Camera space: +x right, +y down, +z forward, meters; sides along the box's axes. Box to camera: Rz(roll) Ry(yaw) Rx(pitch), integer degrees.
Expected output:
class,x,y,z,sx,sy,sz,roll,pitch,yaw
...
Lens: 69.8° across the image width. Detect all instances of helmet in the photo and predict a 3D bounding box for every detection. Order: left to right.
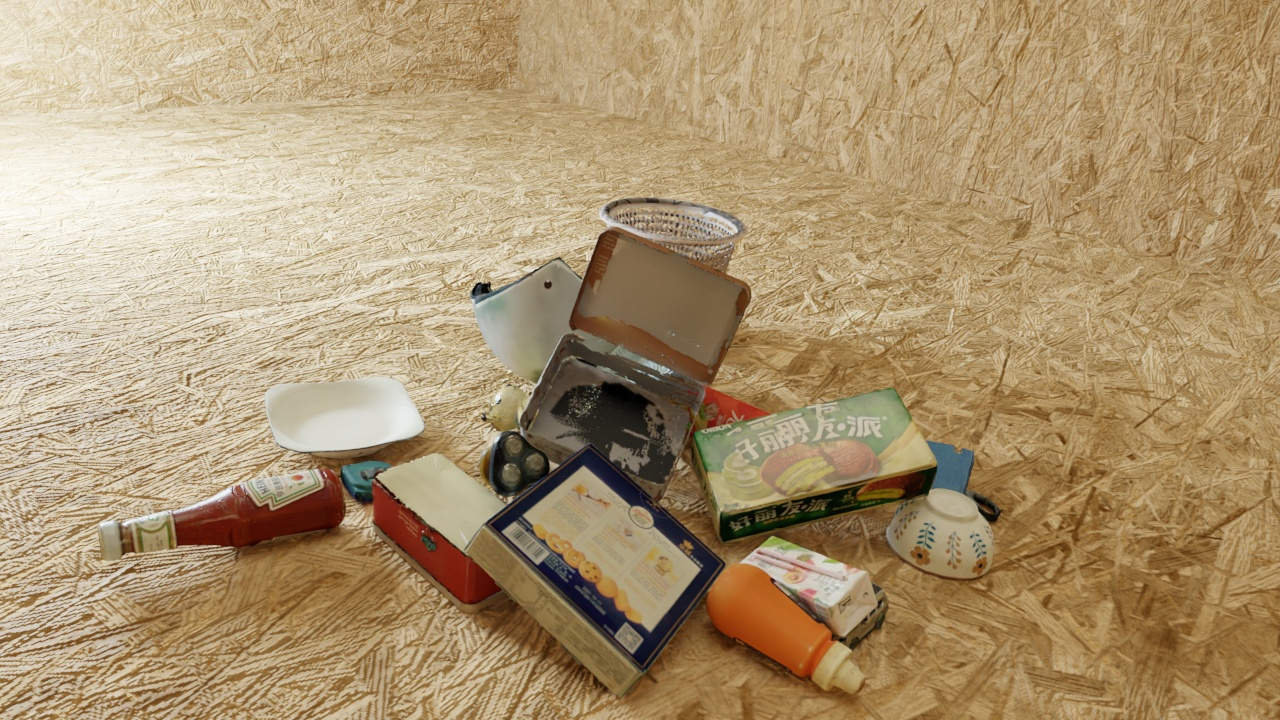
class,x,y,z,sx,sy,sz,roll,pitch,yaw
helmet,-0.088,-0.046,1.235,0.231,0.157,0.273,-8,-2,44

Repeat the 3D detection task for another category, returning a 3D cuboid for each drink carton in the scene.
class,x,y,z,sx,sy,sz,roll,pitch,yaw
drink carton,0.152,0.205,0.851,0.053,0.045,0.123,-32,26,-29

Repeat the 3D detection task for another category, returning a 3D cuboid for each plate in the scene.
class,x,y,z,sx,sy,sz,roll,pitch,yaw
plate,-0.341,0.070,1.059,0.164,0.034,0.163,-5,27,-26

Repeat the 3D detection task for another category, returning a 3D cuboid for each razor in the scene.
class,x,y,z,sx,sy,sz,roll,pitch,yaw
razor,-0.121,0.114,0.924,0.067,0.062,0.168,3,-15,-1

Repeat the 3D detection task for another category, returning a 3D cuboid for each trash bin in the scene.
class,x,y,z,sx,sy,sz,roll,pitch,yaw
trash bin,0.039,-0.134,1.433,0.227,0.192,0.227,6,25,-3

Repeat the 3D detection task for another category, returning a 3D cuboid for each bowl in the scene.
class,x,y,z,sx,sy,sz,roll,pitch,yaw
bowl,0.330,0.179,0.997,0.113,0.062,0.113,7,23,-3

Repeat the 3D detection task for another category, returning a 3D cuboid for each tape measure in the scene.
class,x,y,z,sx,sy,sz,roll,pitch,yaw
tape measure,-0.284,0.125,0.967,0.054,0.025,0.058,-11,31,-35

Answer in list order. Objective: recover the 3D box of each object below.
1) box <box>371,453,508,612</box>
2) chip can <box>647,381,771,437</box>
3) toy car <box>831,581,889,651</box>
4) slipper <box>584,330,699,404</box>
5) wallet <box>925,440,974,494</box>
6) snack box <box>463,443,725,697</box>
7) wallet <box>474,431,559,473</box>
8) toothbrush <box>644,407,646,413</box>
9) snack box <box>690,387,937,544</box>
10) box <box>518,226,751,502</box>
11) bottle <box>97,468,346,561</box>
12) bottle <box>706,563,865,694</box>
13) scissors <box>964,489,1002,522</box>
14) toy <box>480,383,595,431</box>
class,x,y,z,sx,sy,sz,roll,pitch,yaw
box,-0.178,0.152,0.875,0.168,0.080,0.091,28,31,36
chip can,0.112,0.081,1.133,0.217,0.073,0.073,23,28,32
toy car,0.196,0.238,0.857,0.042,0.035,0.090,24,32,36
slipper,0.026,0.006,1.121,0.074,0.246,0.104,26,39,-37
wallet,0.332,0.131,1.118,0.133,0.040,0.106,10,29,23
snack box,-0.034,0.178,0.824,0.178,0.046,0.182,41,31,10
wallet,-0.124,0.113,1.047,0.115,0.024,0.087,10,26,0
toothbrush,-0.007,0.080,1.166,0.014,0.016,0.189,16,24,6
snack box,0.183,0.112,0.991,0.240,0.063,0.114,-12,46,-5
box,-0.007,0.008,1.009,0.179,0.273,0.126,23,1,5
bottle,-0.382,0.145,0.848,0.205,0.060,0.060,-8,29,-32
bottle,0.130,0.240,0.804,0.149,0.067,0.066,31,32,28
scissors,0.367,0.149,1.134,0.175,0.014,0.135,27,29,36
toy,-0.109,0.061,1.097,0.157,0.066,0.105,0,6,15
